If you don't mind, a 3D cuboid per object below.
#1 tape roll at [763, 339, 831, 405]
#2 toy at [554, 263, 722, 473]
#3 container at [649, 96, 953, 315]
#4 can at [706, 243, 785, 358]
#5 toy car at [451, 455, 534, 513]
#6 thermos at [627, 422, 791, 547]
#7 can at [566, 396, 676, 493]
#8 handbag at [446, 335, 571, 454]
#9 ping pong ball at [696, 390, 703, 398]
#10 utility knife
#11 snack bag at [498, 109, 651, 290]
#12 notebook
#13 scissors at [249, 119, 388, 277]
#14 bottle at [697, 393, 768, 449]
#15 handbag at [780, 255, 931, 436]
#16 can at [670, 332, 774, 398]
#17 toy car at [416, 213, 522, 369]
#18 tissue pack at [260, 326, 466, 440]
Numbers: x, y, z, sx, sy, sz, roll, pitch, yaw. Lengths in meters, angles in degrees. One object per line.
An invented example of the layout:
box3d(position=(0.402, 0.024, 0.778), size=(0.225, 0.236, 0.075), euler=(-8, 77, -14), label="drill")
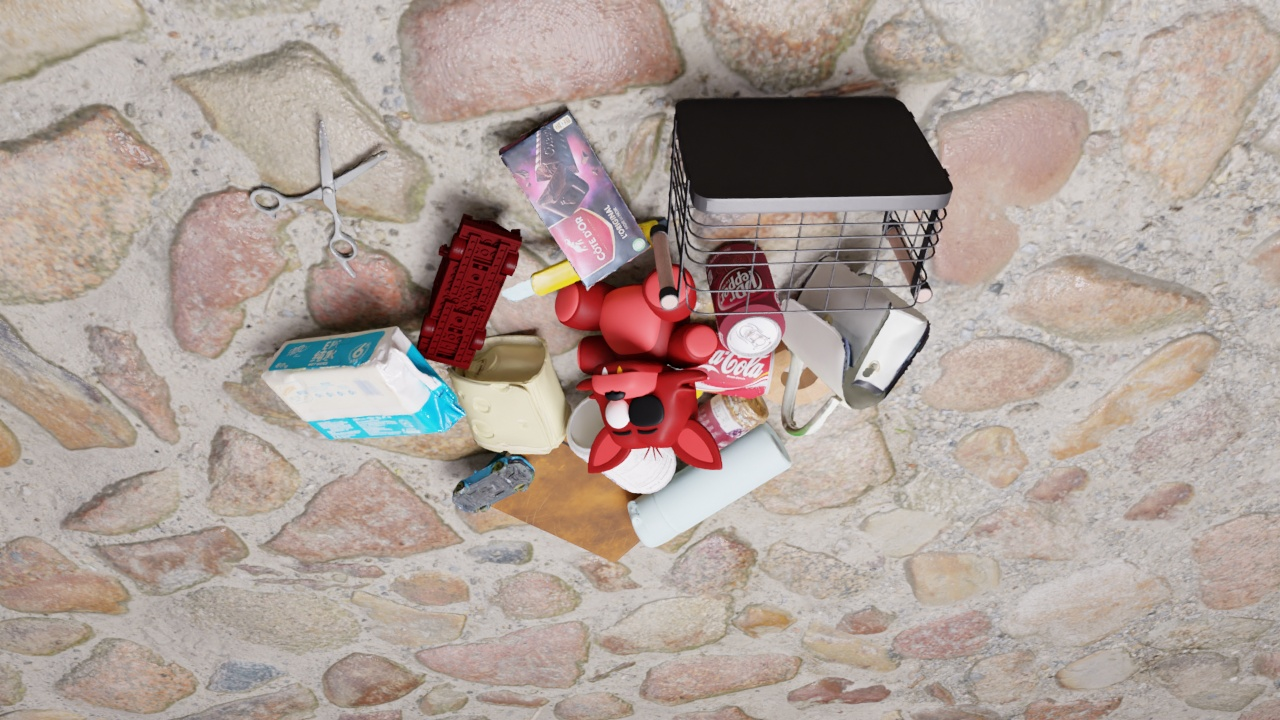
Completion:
box3d(position=(0.175, 0.008, 1.025), size=(0.094, 0.027, 0.094), euler=(-3, 133, -3), label="tape roll")
box3d(position=(0.000, 0.011, 0.901), size=(0.159, 0.197, 0.120), euler=(-6, 177, 28), label="toy")
box3d(position=(0.134, -0.131, 0.798), size=(0.241, 0.162, 0.130), euler=(-2, 133, -4), label="container")
box3d(position=(0.102, -0.059, 0.895), size=(0.063, 0.114, 0.063), euler=(-3, 133, -3), label="can")
box3d(position=(-0.173, 0.142, 1.074), size=(0.105, 0.032, 0.048), euler=(-31, 127, 17), label="toy car")
box3d(position=(0.079, 0.152, 1.107), size=(0.207, 0.065, 0.078), euler=(-34, 136, 13), label="thermos")
box3d(position=(-0.019, 0.095, 1.030), size=(0.078, 0.078, 0.136), euler=(-25, 143, 17), label="can")
box3d(position=(-0.141, 0.040, 0.990), size=(0.111, 0.081, 0.119), euler=(-1, 137, 13), label="handbag")
box3d(position=(0.052, 0.026, 1.022), size=(0.040, 0.040, 0.040), euler=(-3, 133, -3), label="ping pong ball")
box3d(position=(-0.051, -0.095, 0.878), size=(0.175, 0.017, 0.030), euler=(-26, 126, -15), label="utility knife")
box3d(position=(-0.058, -0.145, 0.836), size=(0.074, 0.018, 0.155), euler=(-33, 118, 1), label="snack bag")
box3d(position=(-0.071, 0.154, 1.133), size=(0.249, 0.014, 0.179), euler=(31, 117, -29), label="notebook")
box3d(position=(-0.284, -0.144, 0.848), size=(0.142, 0.014, 0.172), euler=(-9, 134, 7), label="scissors")
box3d(position=(0.090, 0.071, 1.057), size=(0.105, 0.056, 0.056), euler=(-36, 126, 25), label="bottle")
box3d(position=(0.182, -0.003, 0.904), size=(0.074, 0.151, 0.176), euler=(21, 108, -23), label="handbag")
box3d(position=(0.086, 0.003, 0.973), size=(0.105, 0.064, 0.064), euler=(9, 133, 4), label="can")
box3d(position=(-0.168, -0.072, 0.893), size=(0.070, 0.061, 0.170), euler=(15, 130, -19), label="toy car")
box3d(position=(-0.281, 0.027, 0.934), size=(0.210, 0.065, 0.117), euler=(-4, 137, 32), label="tissue pack")
